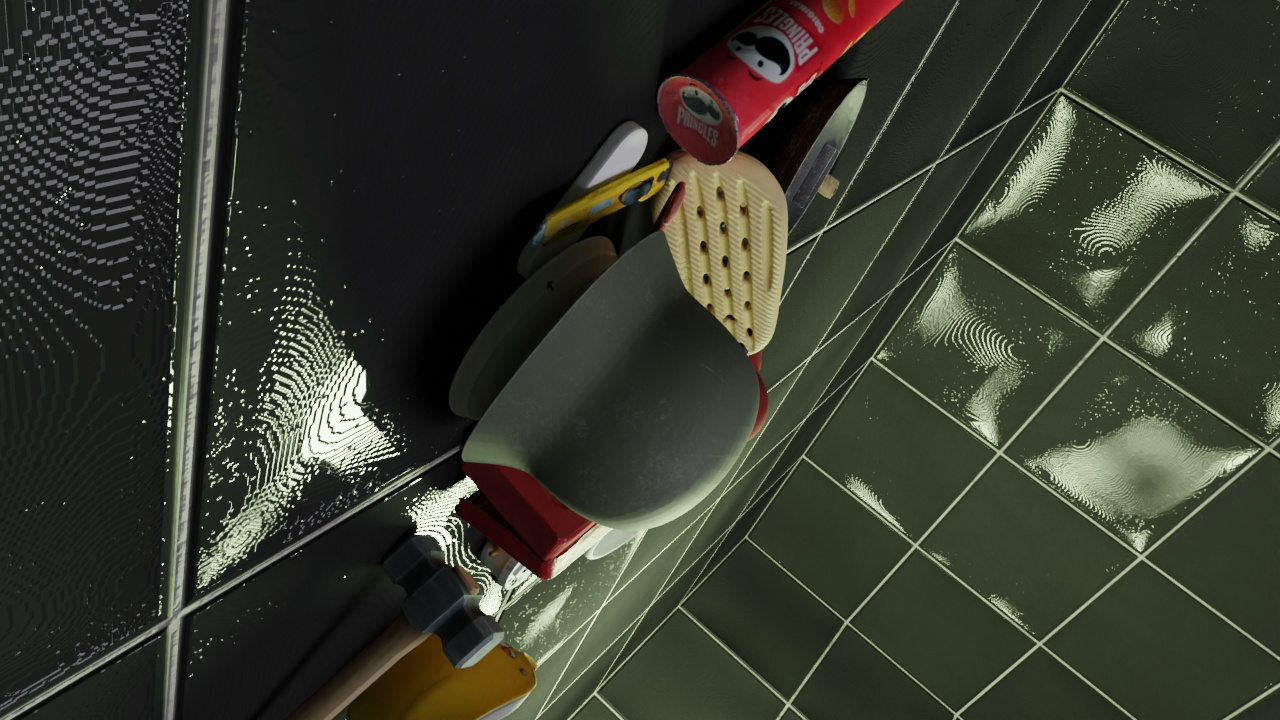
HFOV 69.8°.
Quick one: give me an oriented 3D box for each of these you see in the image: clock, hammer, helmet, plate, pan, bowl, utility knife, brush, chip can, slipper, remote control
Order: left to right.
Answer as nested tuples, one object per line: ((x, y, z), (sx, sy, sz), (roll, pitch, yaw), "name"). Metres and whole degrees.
((-0.273, 0.298, 0.806), (0.323, 0.117, 0.051), (-41, 163, -2), "hammer")
((-0.227, 0.364, 0.985), (0.208, 0.139, 0.240), (-46, 175, -18), "helmet")
((-0.136, 0.216, 1.045), (0.090, 0.052, 0.129), (-46, 162, -17), "clock")
((-0.072, -0.016, 0.720), (0.182, 0.034, 0.182), (-46, 169, -12), "plate")
((-0.041, -0.113, 0.658), (0.136, 0.013, 0.043), (-52, 164, 4), "remote control")
((-0.024, -0.113, 0.654), (0.155, 0.017, 0.031), (-32, 146, -40), "utility knife")
((-0.022, 0.189, 1.248), (0.176, 0.066, 0.177), (-37, 161, -15), "bowl")
((0.003, 0.039, 0.700), (0.227, 0.154, 0.267), (-50, 177, 6), "helmet")
((0.007, -0.081, 0.764), (0.173, 0.030, 0.040), (126, -17, -46), "brush")
((0.077, -0.103, 0.822), (0.262, 0.111, 0.079), (76, 17, -51), "slipper")
((0.115, -0.242, 0.692), (0.232, 0.073, 0.073), (-44, 162, -24), "chip can")
((0.187, -0.207, 1.016), (0.208, 0.040, 0.356), (-61, 169, 13), "pan")

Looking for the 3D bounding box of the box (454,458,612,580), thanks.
((-0.068, 0.097, 0.832), (0.157, 0.136, 0.123), (-35, 151, -45), "box")

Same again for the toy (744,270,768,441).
((0.085, 0.008, 1.031), (0.196, 0.120, 0.159), (-78, -178, -47), "toy")

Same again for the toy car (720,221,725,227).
((0.085, -0.152, 0.877), (0.048, 0.032, 0.105), (-46, 176, -23), "toy car")
